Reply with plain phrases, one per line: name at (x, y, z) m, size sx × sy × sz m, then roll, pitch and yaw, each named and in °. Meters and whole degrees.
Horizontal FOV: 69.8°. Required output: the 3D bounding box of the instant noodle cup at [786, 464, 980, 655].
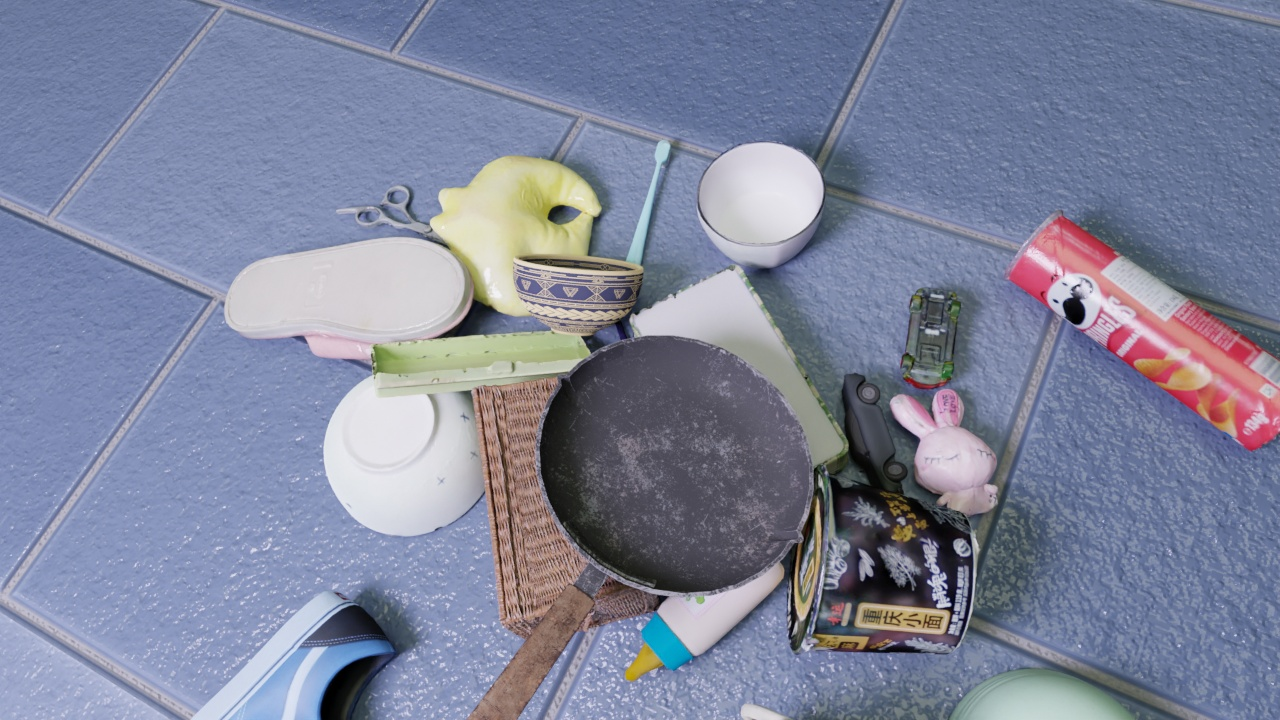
instant noodle cup at (0.174, 0.153, 0.669) m, size 0.112 × 0.137 × 0.137 m, roll 9°, pitch 66°, yaw 2°

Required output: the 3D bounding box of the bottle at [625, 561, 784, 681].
bottle at (0.044, 0.195, 0.706) m, size 0.146 × 0.051 × 0.051 m, roll -40°, pitch 66°, yaw -10°

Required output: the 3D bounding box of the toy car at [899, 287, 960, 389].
toy car at (0.246, -0.018, 0.783) m, size 0.042 × 0.036 × 0.091 m, roll 8°, pitch 66°, yaw 12°

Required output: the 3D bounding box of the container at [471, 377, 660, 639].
container at (-0.058, 0.114, 0.725) m, size 0.112 × 0.114 × 0.198 m, roll -12°, pitch 65°, yaw -2°

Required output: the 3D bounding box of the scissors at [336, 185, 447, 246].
scissors at (-0.229, -0.128, 0.919) m, size 0.094 × 0.014 × 0.170 m, roll -36°, pitch 63°, yaw -18°

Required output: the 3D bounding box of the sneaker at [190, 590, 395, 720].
sneaker at (-0.282, 0.296, 0.693) m, size 0.098 × 0.083 × 0.240 m, roll 33°, pitch 71°, yaw 21°

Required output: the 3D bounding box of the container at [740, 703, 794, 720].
container at (0.105, 0.354, 0.558) m, size 0.143 × 0.185 × 0.245 m, roll 15°, pitch 69°, yaw 4°

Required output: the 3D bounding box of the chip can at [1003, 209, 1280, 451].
chip can at (0.414, -0.026, 0.742) m, size 0.073 × 0.073 × 0.233 m, roll -42°, pitch 67°, yaw -12°

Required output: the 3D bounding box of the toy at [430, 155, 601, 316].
toy at (-0.119, -0.125, 0.873) m, size 0.155 × 0.065 × 0.170 m, roll 14°, pitch 70°, yaw -6°

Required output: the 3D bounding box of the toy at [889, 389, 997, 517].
toy at (0.246, 0.071, 0.736) m, size 0.063 × 0.047 × 0.110 m, roll -15°, pitch 60°, yaw -8°

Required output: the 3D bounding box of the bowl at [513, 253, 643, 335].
bowl at (-0.056, -0.055, 0.800) m, size 0.112 × 0.112 × 0.061 m, roll 8°, pitch 102°, yaw 12°

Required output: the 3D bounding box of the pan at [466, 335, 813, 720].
pan at (-0.018, 0.128, 0.630) m, size 0.207 × 0.040 × 0.355 m, roll 34°, pitch 61°, yaw 9°

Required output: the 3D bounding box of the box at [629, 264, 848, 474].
box at (0.080, 0.024, 0.784) m, size 0.117 × 0.050 × 0.205 m, roll -28°, pitch 64°, yaw -2°

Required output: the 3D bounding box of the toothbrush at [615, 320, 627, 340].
toothbrush at (-0.005, 0.005, 0.821) m, size 0.016 × 0.017 × 0.189 m, roll -19°, pitch 63°, yaw -4°

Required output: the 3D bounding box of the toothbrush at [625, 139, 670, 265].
toothbrush at (0.005, -0.135, 0.888) m, size 0.016 × 0.016 × 0.180 m, roll 10°, pitch 69°, yaw 11°

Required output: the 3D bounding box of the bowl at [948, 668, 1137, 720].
bowl at (0.283, 0.282, 0.615) m, size 0.151 × 0.077 × 0.150 m, roll -3°, pitch 66°, yaw 7°

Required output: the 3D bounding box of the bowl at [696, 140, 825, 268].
bowl at (0.111, -0.136, 0.843) m, size 0.116 × 0.066 × 0.116 m, roll -4°, pitch 64°, yaw 7°

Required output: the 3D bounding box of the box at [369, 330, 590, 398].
box at (-0.126, 0.006, 0.762) m, size 0.187 × 0.141 × 0.044 m, roll -5°, pitch 100°, yaw -19°

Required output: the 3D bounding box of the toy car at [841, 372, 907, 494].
toy car at (0.187, 0.065, 0.748) m, size 0.034 × 0.046 × 0.112 m, roll -13°, pitch 62°, yaw 1°

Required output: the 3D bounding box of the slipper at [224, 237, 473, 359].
slipper at (-0.274, -0.056, 0.870) m, size 0.275 × 0.054 × 0.114 m, roll 2°, pitch 68°, yaw 22°

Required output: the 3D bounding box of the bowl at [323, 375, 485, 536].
bowl at (-0.205, 0.068, 0.792) m, size 0.153 × 0.073 × 0.153 m, roll -3°, pitch 64°, yaw 6°
